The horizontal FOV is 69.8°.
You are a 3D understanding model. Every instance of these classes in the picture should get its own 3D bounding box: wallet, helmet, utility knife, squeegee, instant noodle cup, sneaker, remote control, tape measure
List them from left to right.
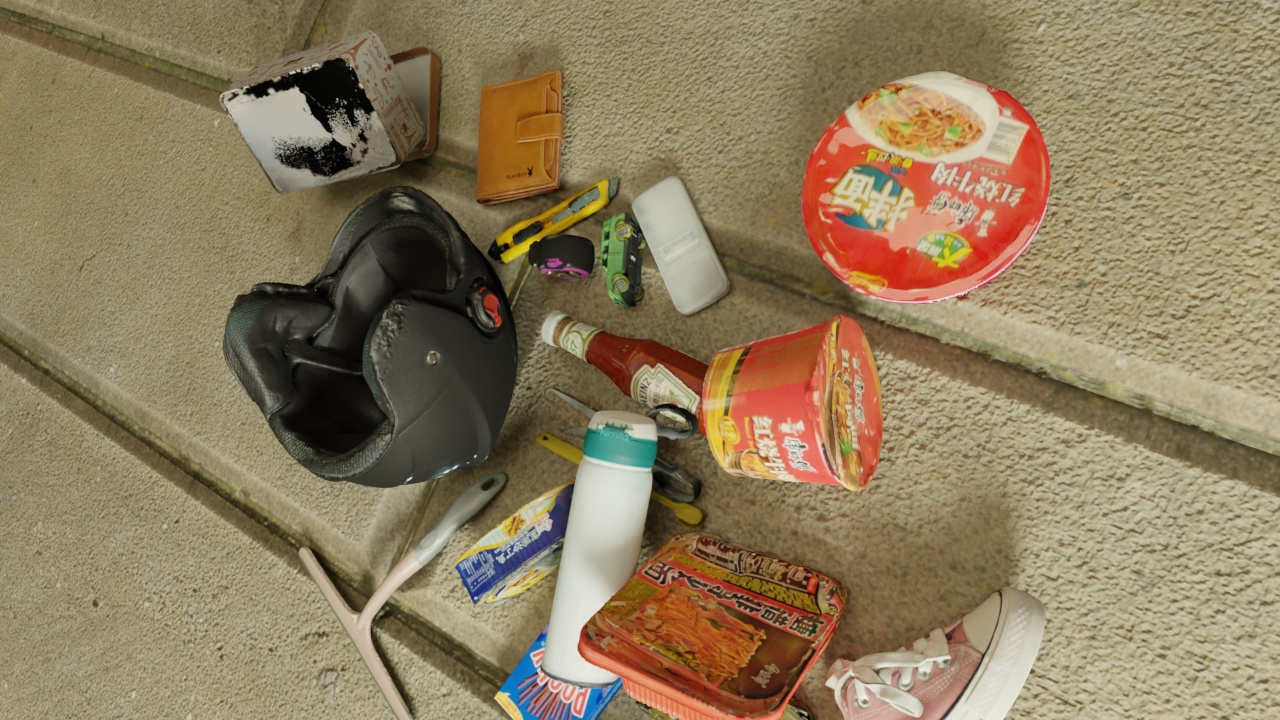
[{"bbox_3d":[-0.226,-0.013,0.858,0.234,0.230,0.274,5,73,33],"label":"helmet"},{"bbox_3d":[-0.223,0.201,0.915,0.250,0.040,0.247,-48,63,8],"label":"squeegee"},{"bbox_3d":[-0.120,-0.236,0.969,0.119,0.035,0.130,-6,77,30],"label":"wallet"},{"bbox_3d":[-0.091,-0.145,0.940,0.165,0.015,0.033,-27,71,18],"label":"utility knife"},{"bbox_3d":[-0.074,-0.100,0.899,0.058,0.057,0.039,-2,82,40],"label":"tape measure"},{"bbox_3d":[0.038,-0.110,0.869,0.056,0.020,0.136,-29,67,16],"label":"remote control"},{"bbox_3d":[0.059,0.220,0.719,0.165,0.188,0.079,15,116,28],"label":"instant noodle cup"},{"bbox_3d":[0.122,0.036,0.741,0.109,0.137,0.137,-7,75,33],"label":"instant noodle cup"},{"bbox_3d":[0.191,0.249,0.673,0.088,0.118,0.241,39,102,7],"label":"sneaker"},{"bbox_3d":[0.235,-0.134,0.756,0.194,0.065,0.193,-6,77,25],"label":"instant noodle cup"}]

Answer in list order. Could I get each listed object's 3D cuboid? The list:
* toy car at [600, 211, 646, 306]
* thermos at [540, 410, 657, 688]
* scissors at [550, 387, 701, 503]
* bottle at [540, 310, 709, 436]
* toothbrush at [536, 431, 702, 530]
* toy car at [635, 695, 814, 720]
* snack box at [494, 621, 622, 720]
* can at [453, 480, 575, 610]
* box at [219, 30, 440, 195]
[{"bbox_3d":[-0.017,-0.096,0.880,0.036,0.043,0.091,-6,75,21],"label":"toy car"},{"bbox_3d":[-0.031,0.154,0.775,0.073,0.073,0.224,10,89,27],"label":"thermos"},{"bbox_3d":[-0.010,0.069,0.832,0.175,0.014,0.160,50,137,5],"label":"scissors"},{"bbox_3d":[-0.005,0.005,0.841,0.206,0.059,0.060,25,90,27],"label":"bottle"},{"bbox_3d":[-0.022,0.110,0.850,0.190,0.017,0.015,23,54,30],"label":"toothbrush"},{"bbox_3d":[0.068,0.287,0.757,0.158,0.042,0.070,18,87,25],"label":"toy car"},{"bbox_3d":[-0.056,0.272,0.825,0.084,0.026,0.157,38,96,27],"label":"snack box"},{"bbox_3d":[-0.103,0.171,0.844,0.148,0.074,0.049,-37,69,14],"label":"can"},{"bbox_3d":[-0.325,-0.291,1.041,0.183,0.153,0.180,-8,39,20],"label":"box"}]
